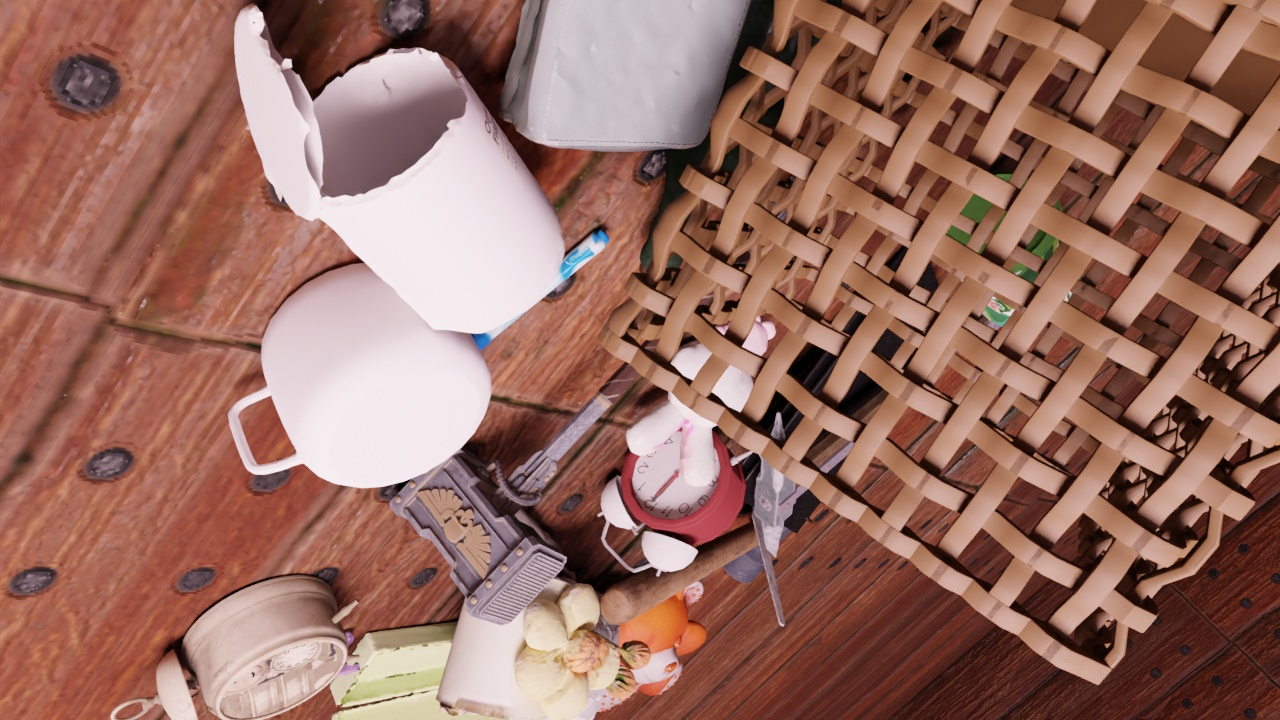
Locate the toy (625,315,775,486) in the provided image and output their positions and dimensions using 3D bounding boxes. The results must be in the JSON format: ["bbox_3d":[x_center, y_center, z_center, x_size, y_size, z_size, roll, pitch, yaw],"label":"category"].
[{"bbox_3d":[0.046,0.020,0.625,0.076,0.037,0.125,32,87,-27],"label":"toy"}]

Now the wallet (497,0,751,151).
[{"bbox_3d":[0.000,-0.151,0.364,0.100,0.054,0.132,-10,136,-39],"label":"wallet"}]

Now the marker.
[{"bbox_3d":[-0.073,-0.022,0.493,0.142,0.013,0.013,-39,148,2],"label":"marker"}]

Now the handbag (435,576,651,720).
[{"bbox_3d":[-0.061,0.219,0.692,0.171,0.123,0.112,41,57,-55],"label":"handbag"}]

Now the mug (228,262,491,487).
[{"bbox_3d":[-0.132,0.013,0.428,0.115,0.068,0.094,-26,146,-17],"label":"mug"}]

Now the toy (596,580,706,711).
[{"bbox_3d":[-0.010,0.272,0.852,0.163,0.093,0.173,-9,136,-36],"label":"toy"}]

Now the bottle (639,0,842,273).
[{"bbox_3d":[0.038,-0.110,0.452,0.055,0.055,0.175,-9,139,-38],"label":"bottle"}]

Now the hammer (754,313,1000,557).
[{"bbox_3d":[0.202,0.032,0.737,0.316,0.028,0.147,-33,140,-29],"label":"hammer"}]

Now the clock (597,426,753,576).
[{"bbox_3d":[0.024,0.096,0.665,0.124,0.087,0.044,-47,147,-4],"label":"clock"}]

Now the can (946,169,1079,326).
[{"bbox_3d":[0.285,-0.079,0.702,0.083,0.083,0.144,-45,147,11],"label":"can"}]

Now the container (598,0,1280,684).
[{"bbox_3d":[0.167,-0.053,0.409,0.214,0.219,0.251,-62,161,19],"label":"container"}]

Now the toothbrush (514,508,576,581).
[{"bbox_3d":[-0.074,0.139,0.688,0.024,0.022,0.186,-5,151,12],"label":"toothbrush"}]

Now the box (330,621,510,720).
[{"bbox_3d":[-0.155,0.263,0.732,0.187,0.061,0.133,6,89,-49],"label":"box"}]

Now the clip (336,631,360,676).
[{"bbox_3d":[-0.212,0.208,0.647,0.014,0.045,0.051,2,173,-45],"label":"clip"}]

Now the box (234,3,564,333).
[{"bbox_3d":[-0.095,-0.072,0.349,0.091,0.081,0.160,-29,146,2],"label":"box"}]

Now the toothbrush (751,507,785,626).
[{"bbox_3d":[0.094,0.145,0.733,0.010,0.181,0.010,26,117,-18],"label":"toothbrush"}]

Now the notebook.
[{"bbox_3d":[0.171,0.033,0.750,0.231,0.019,0.169,-53,147,0],"label":"notebook"}]

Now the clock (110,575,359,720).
[{"bbox_3d":[-0.241,0.187,0.555,0.140,0.054,0.093,-18,143,-31],"label":"clock"}]

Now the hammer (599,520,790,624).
[{"bbox_3d":[0.061,0.164,0.773,0.129,0.040,0.321,-55,157,20],"label":"hammer"}]

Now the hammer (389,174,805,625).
[{"bbox_3d":[-0.004,0.004,0.543,0.322,0.098,0.044,-46,148,-2],"label":"hammer"}]
